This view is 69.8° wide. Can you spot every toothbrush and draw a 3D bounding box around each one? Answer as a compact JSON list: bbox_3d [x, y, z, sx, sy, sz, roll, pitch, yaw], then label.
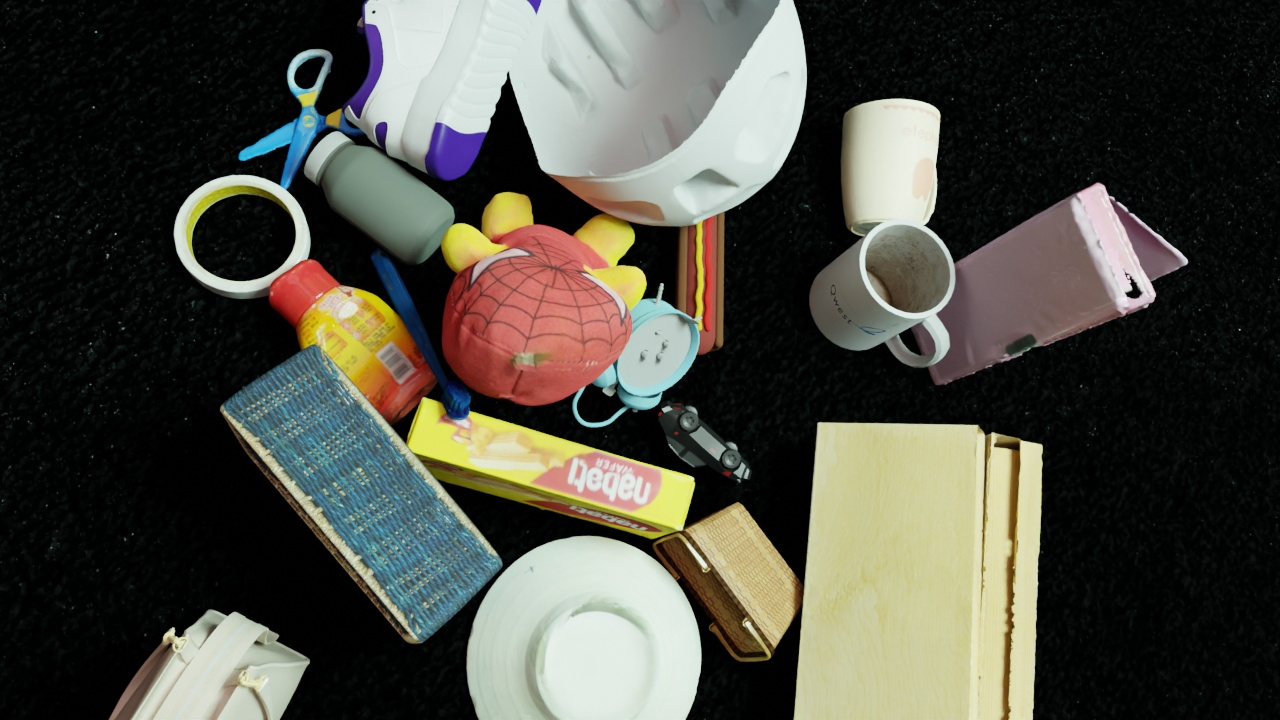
[{"bbox_3d":[-0.161,-0.026,0.662,0.016,0.017,0.190,-5,42,-33],"label":"toothbrush"}]

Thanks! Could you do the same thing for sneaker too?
[{"bbox_3d":[-0.152,-0.266,0.699,0.111,0.091,0.244,20,90,11],"label":"sneaker"}]

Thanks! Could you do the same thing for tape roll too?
[{"bbox_3d":[-0.301,-0.094,0.696,0.094,0.019,0.094,3,76,-12],"label":"tape roll"}]

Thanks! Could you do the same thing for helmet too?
[{"bbox_3d":[0.010,-0.237,0.712,0.224,0.183,0.282,-31,71,15],"label":"helmet"}]

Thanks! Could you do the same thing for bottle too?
[{"bbox_3d":[-0.215,-0.016,0.682,0.134,0.048,0.071,44,73,0],"label":"bottle"},{"bbox_3d":[-0.201,-0.126,0.707,0.108,0.060,0.060,38,70,-2],"label":"bottle"}]

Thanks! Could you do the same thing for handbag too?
[{"bbox_3d":[-0.279,0.238,0.522,0.101,0.198,0.194,29,71,-5],"label":"handbag"}]

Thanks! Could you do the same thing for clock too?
[{"bbox_3d":[-0.005,0.004,0.709,0.123,0.087,0.042,-50,47,5],"label":"clock"}]

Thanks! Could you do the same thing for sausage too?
[{"bbox_3d":[0.049,-0.080,0.768,0.040,0.040,0.155,5,75,-12],"label":"sausage"}]

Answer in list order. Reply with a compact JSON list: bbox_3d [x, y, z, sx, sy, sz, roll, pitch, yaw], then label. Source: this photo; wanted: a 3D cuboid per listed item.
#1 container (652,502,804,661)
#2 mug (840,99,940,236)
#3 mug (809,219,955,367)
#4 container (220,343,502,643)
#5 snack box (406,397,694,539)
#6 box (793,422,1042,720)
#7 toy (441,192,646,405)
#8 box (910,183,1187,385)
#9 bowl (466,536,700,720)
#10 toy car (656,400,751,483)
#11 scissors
[{"bbox_3d":[0.072,0.165,0.701,0.061,0.063,0.114,-35,86,-27],"label":"container"},{"bbox_3d":[0.228,-0.162,0.818,0.111,0.085,0.104,12,82,-41],"label":"mug"},{"bbox_3d":[0.211,-0.046,0.768,0.083,0.096,0.119,-36,87,-19],"label":"mug"},{"bbox_3d":[-0.183,0.093,0.611,0.071,0.146,0.187,-40,88,-23],"label":"container"},{"bbox_3d":[-0.069,0.083,0.669,0.200,0.092,0.042,17,71,-9],"label":"snack box"},{"bbox_3d":[0.214,0.179,0.681,0.179,0.142,0.248,18,70,-27],"label":"box"},{"bbox_3d":[-0.070,-0.045,0.655,0.147,0.099,0.215,6,31,-2],"label":"toy"},{"bbox_3d":[0.307,-0.056,0.723,0.080,0.233,0.099,-16,79,-18],"label":"box"},{"bbox_3d":[-0.035,0.215,0.657,0.176,0.058,0.176,2,78,-11],"label":"bowl"},{"bbox_3d":[0.048,0.068,0.730,0.091,0.042,0.036,42,96,-1],"label":"toy car"},{"bbox_3d":[-0.271,-0.197,0.732,0.131,0.018,0.109,-34,87,-18],"label":"scissors"}]
